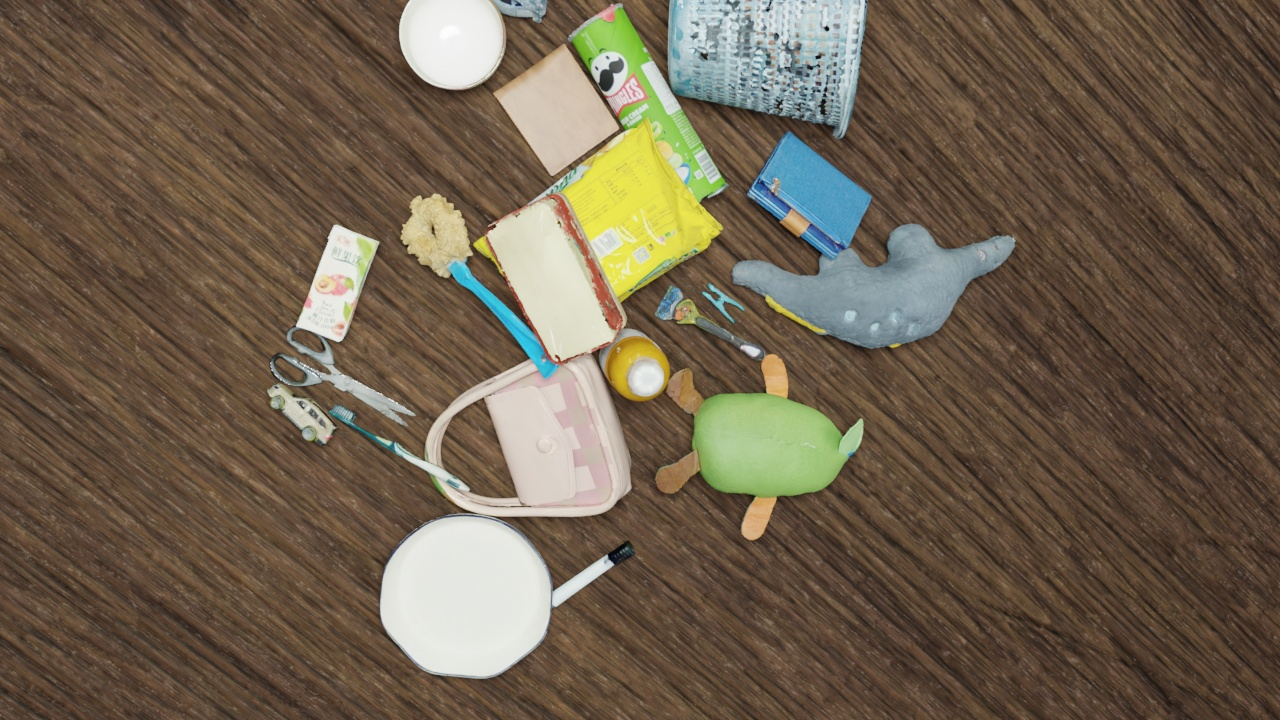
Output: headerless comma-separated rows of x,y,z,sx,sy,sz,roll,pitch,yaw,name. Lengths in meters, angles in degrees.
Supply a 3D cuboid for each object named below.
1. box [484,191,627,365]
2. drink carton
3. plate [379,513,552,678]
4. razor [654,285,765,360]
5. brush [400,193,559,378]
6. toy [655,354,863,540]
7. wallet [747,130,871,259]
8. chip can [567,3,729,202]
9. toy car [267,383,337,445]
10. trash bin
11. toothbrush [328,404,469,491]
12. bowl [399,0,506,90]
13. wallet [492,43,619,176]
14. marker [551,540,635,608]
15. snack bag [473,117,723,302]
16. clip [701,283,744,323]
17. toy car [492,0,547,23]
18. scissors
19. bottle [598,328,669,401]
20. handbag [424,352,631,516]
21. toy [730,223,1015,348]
-0.088,-0.086,0.973,0.091,0.079,0.168,-23,104,17,box
-0.343,-0.088,1.044,0.053,0.045,0.122,21,96,-14,drink carton
-0.208,0.280,1.108,0.205,0.045,0.205,0,97,-4,plate
0.087,-0.038,1.100,0.143,0.022,0.043,30,96,-1,razor
-0.178,-0.081,1.027,0.254,0.045,0.083,48,114,7,brush
0.139,0.100,1.101,0.246,0.090,0.227,10,83,-11,toy
0.200,-0.194,1.077,0.133,0.040,0.106,36,62,-8,wallet
0.011,-0.281,1.042,0.072,0.072,0.236,-33,100,-1,chip can
-0.392,0.060,1.062,0.090,0.042,0.035,45,81,-11,toy car
0.132,-0.360,0.988,0.195,0.226,0.226,4,97,6,trash bin
-0.281,0.102,1.075,0.191,0.016,0.018,29,84,4,toothbrush
-0.204,-0.352,1.014,0.113,0.062,0.113,-1,97,-5,bowl
-0.096,-0.287,1.057,0.101,0.020,0.115,-35,103,-1,wallet
-0.063,0.267,1.138,0.130,0.018,0.022,-36,108,-1,marker
-0.047,-0.136,1.028,0.247,0.068,0.158,-33,100,17,snack bag
0.100,-0.071,1.110,0.056,0.014,0.041,40,92,-11,clip
-0.161,-0.411,1.014,0.120,0.054,0.037,22,93,-8,toy car
-0.353,0.032,1.079,0.145,0.014,0.172,-22,102,-4,scissors
-0.006,0.006,1.020,0.068,0.189,0.068,-1,98,-7,bottle
-0.140,0.098,1.083,0.234,0.093,0.193,-16,100,8,handbag
0.293,-0.085,1.098,0.356,0.091,0.137,-10,71,-6,toy
